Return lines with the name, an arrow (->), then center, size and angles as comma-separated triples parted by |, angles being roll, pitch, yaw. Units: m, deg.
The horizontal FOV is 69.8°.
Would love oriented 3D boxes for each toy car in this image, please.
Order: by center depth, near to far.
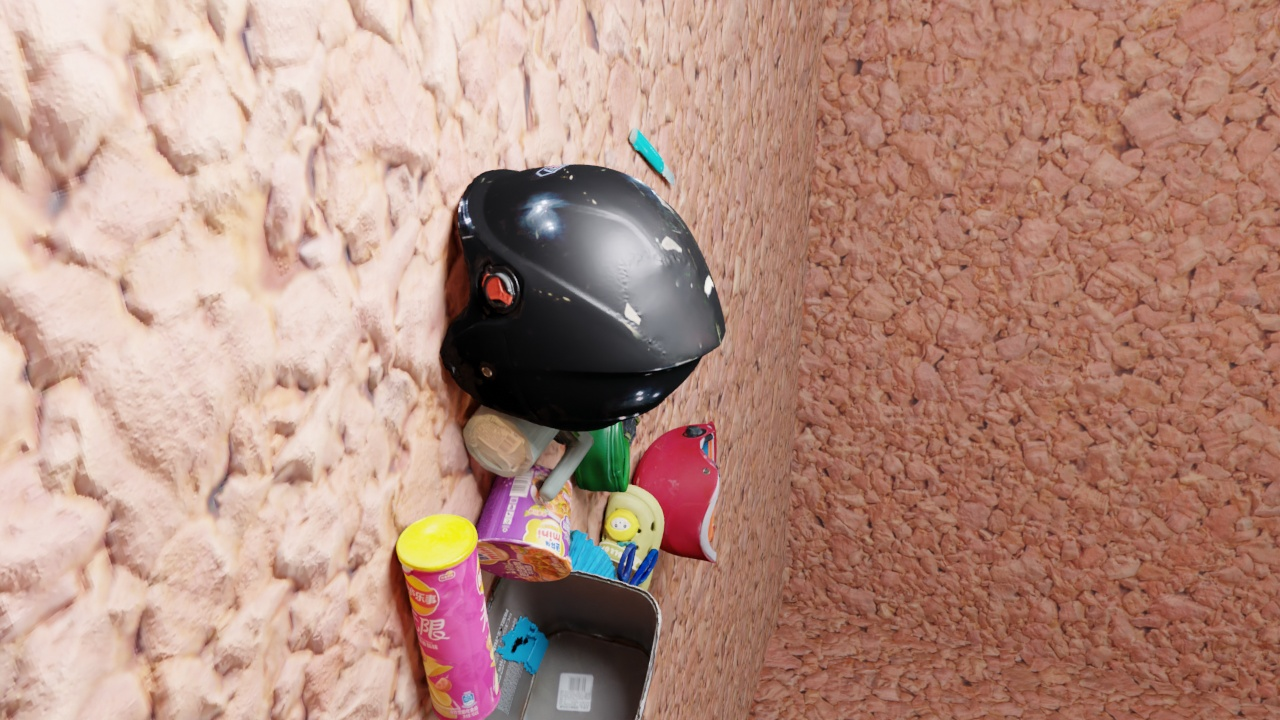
toy car -> -0.028, 0.073, 1.313 | 0.052, 0.045, 0.121 | -63, 160, -52

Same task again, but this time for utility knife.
utility knife -> 0.020, -0.296, 1.354 | 0.221, 0.013, 0.029 | 24, 73, -70

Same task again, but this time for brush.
brush -> -0.097, 0.261, 1.174 | 0.315, 0.061, 0.109 | 73, 33, -48

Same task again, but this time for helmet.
helmet -> -0.050, -0.070, 0.874 | 0.232, 0.231, 0.275 | -42, 112, -55
helmet -> 0.059, 0.205, 1.499 | 0.239, 0.144, 0.207 | -81, 170, -58

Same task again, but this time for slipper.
slipper -> -0.021, 0.282, 1.364 | 0.081, 0.092, 0.191 | -36, 135, -64

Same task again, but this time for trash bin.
trash bin -> -0.079, 0.371, 1.070 | 0.220, 0.199, 0.198 | 81, 22, -61

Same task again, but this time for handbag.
handbag -> -0.046, 0.106, 1.232 | 0.119, 0.068, 0.131 | -71, 159, -48

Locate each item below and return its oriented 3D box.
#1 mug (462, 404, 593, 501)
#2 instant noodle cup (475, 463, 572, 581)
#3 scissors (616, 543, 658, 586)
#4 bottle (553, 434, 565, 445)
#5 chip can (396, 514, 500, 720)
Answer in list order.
mug -> -0.110, 0.073, 0.946 | 0.124, 0.084, 0.103 | 49, 37, -12
instant noodle cup -> -0.121, 0.170, 0.972 | 0.112, 0.112, 0.099 | 74, 20, -53
scissors -> -0.021, 0.324, 1.297 | 0.175, 0.012, 0.163 | -43, 145, -42
bottle -> -0.037, 0.012, 1.059 | 0.194, 0.044, 0.080 | -39, 127, -20
chip can -> -0.178, 0.249, 0.869 | 0.071, 0.071, 0.211 | -56, 150, -54
